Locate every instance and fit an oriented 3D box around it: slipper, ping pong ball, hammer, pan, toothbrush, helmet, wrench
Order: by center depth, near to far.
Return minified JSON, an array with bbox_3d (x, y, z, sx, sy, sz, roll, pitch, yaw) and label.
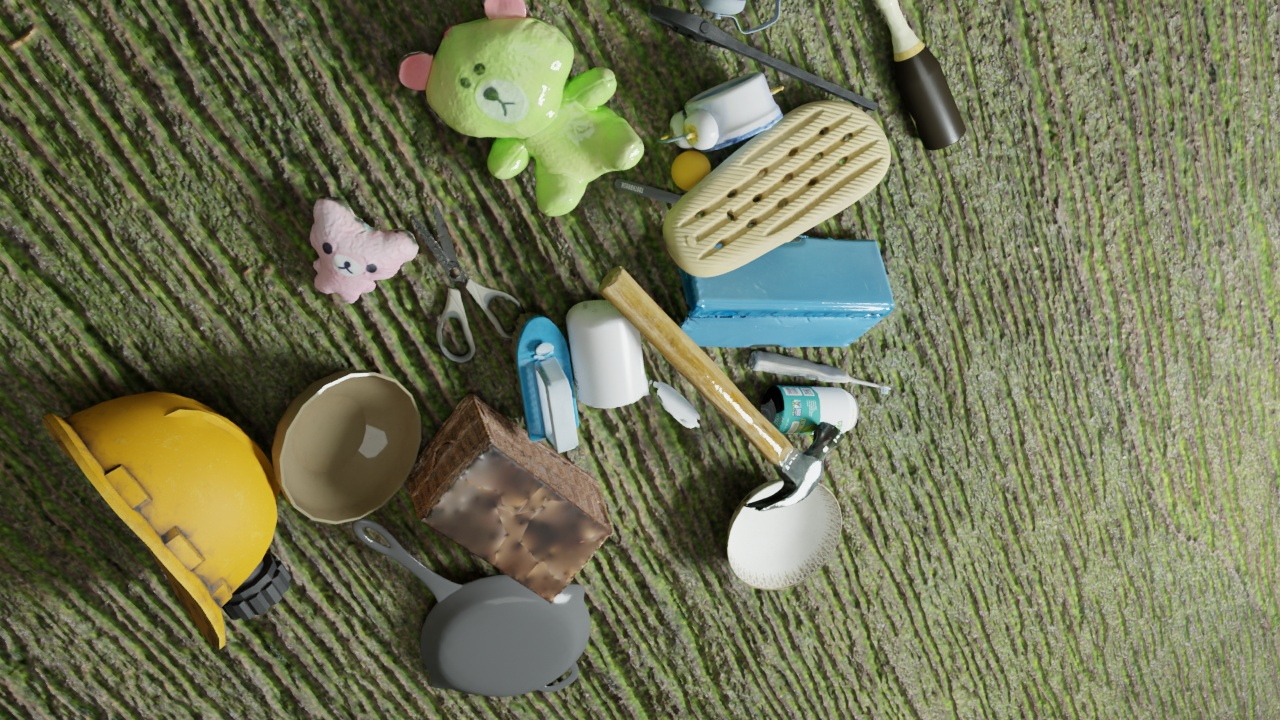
[{"bbox_3d":[-0.404,0.121,0.835,0.131,0.205,0.256,-38,125,-29],"label":"helmet"},{"bbox_3d":[0.127,-0.292,0.896,0.273,0.073,0.018,13,105,-27],"label":"wrench"},{"bbox_3d":[0.051,-0.190,0.919,0.040,0.040,0.040,-6,111,-15],"label":"ping pong ball"},{"bbox_3d":[0.129,-0.170,0.929,0.261,0.079,0.111,-34,93,-14],"label":"slipper"},{"bbox_3d":[0.077,0.030,0.936,0.330,0.033,0.132,45,72,-23],"label":"hammer"},{"bbox_3d":[0.051,-0.163,0.946,0.167,0.013,0.013,12,106,-18],"label":"toothbrush"},{"bbox_3d":[-0.186,0.281,1.010,0.217,0.024,0.354,-35,121,9],"label":"pan"},{"bbox_3d":[0.210,0.015,1.056,0.185,0.022,0.024,11,77,-21],"label":"toothbrush"}]

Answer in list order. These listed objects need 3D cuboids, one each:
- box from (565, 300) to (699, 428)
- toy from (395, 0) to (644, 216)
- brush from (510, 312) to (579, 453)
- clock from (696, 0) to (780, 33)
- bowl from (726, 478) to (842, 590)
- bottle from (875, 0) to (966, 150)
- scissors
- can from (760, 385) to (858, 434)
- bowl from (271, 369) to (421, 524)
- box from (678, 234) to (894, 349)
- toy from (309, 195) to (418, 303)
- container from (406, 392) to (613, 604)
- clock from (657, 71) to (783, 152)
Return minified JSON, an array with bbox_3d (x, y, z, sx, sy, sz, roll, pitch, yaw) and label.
[{"bbox_3d":[-0.004,0.008,0.949,0.136,0.084,0.147,-6,113,-4],"label":"box"},{"bbox_3d":[-0.098,-0.234,0.830,0.150,0.107,0.197,-32,108,22],"label":"toy"},{"bbox_3d":[-0.094,0.019,0.929,0.055,0.075,0.136,-17,118,-20],"label":"brush"},{"bbox_3d":[0.094,-0.385,0.845,0.122,0.075,0.162,-24,127,-8],"label":"clock"},{"bbox_3d":[0.159,0.192,1.084,0.145,0.063,0.145,-5,111,-14],"label":"bowl"},{"bbox_3d":[0.280,-0.305,0.941,0.045,0.045,0.184,-35,116,-2],"label":"bottle"},{"bbox_3d":[-0.171,-0.075,0.911,0.150,0.012,0.165,8,107,-20],"label":"scissors"},{"bbox_3d":[0.192,0.057,1.047,0.101,0.055,0.055,3,109,-18],"label":"can"},{"bbox_3d":[-0.291,0.078,0.893,0.152,0.050,0.152,-23,122,-43],"label":"bowl"},{"bbox_3d":[0.143,-0.071,0.998,0.231,0.094,0.112,-1,155,-18],"label":"box"},{"bbox_3d":[-0.268,-0.096,0.854,0.099,0.052,0.096,26,113,-21],"label":"toy"},{"bbox_3d":[-0.133,0.144,0.951,0.198,0.112,0.114,39,95,-26],"label":"container"},{"bbox_3d":[0.075,-0.233,0.884,0.125,0.089,0.052,-27,110,-8],"label":"clock"}]
